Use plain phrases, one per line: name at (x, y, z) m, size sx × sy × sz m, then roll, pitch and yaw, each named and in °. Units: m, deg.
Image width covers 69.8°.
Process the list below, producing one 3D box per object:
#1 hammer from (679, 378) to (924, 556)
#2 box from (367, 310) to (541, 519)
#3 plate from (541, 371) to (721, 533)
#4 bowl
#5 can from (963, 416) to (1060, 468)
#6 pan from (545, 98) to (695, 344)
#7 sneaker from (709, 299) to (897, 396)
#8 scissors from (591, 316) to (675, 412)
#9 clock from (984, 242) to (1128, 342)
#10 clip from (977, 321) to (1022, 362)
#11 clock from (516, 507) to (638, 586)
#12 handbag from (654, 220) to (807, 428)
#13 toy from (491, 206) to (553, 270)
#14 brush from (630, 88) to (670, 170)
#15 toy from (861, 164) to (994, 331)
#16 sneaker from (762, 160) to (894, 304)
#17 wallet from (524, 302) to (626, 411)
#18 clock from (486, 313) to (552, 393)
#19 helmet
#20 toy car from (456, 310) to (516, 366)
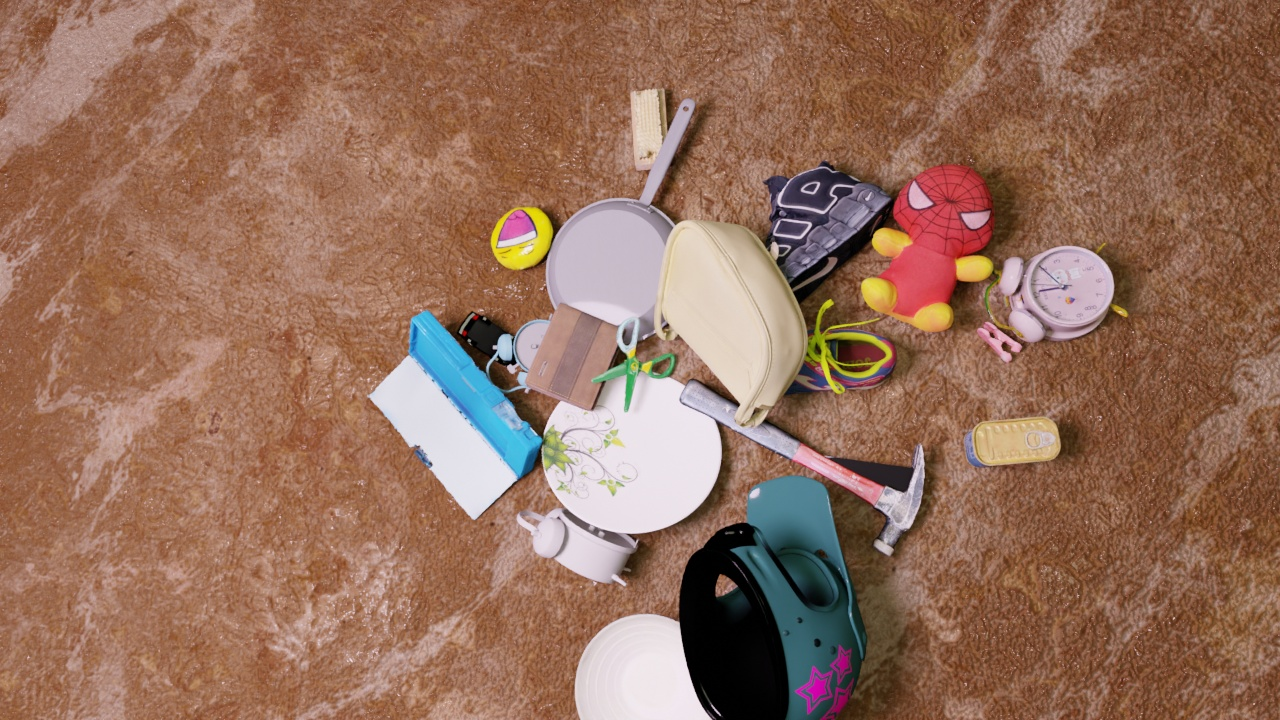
hammer at (0.202, 0.106, 1.160) m, size 0.326 × 0.036 × 0.140 m, roll 28°, pitch 85°, yaw 10°
box at (-0.242, 0.070, 1.238) m, size 0.243 × 0.070 × 0.171 m, roll 46°, pitch 120°, yaw 15°
plate at (-0.011, 0.118, 1.185) m, size 0.229 × 0.030 × 0.229 m, roll 0°, pitch 60°, yaw 0°
bowl at (0.012, 0.399, 1.122) m, size 0.177 × 0.058 × 0.176 m, roll -2°, pitch 78°, yaw 9°
can at (0.450, 0.101, 1.118) m, size 0.100 × 0.059 × 0.054 m, roll -6°, pitch 77°, yaw 8°
pan at (-0.004, -0.194, 1.239) m, size 0.201 × 0.050 × 0.356 m, roll 23°, pitch 92°, yaw 12°
sneaker at (0.201, -0.013, 1.164) m, size 0.242 × 0.091 × 0.116 m, roll 1°, pitch 81°, yaw 10°
scissors at (-0.010, 0.002, 1.193) m, size 0.125 × 0.011 × 0.130 m, roll -19°, pitch 103°, yaw -27°
clock at (0.511, -0.083, 1.148) m, size 0.158 × 0.059 × 0.116 m, roll -12°, pitch 76°, yaw 7°
clip at (0.459, -0.027, 1.164) m, size 0.044 × 0.023 × 0.060 m, roll -24°, pitch 77°, yaw -2°
clock at (-0.079, 0.221, 1.146) m, size 0.159 × 0.120 × 0.061 m, roll 26°, pitch 92°, yaw 3°
handbag at (0.112, -0.053, 1.133) m, size 0.232 × 0.088 × 0.191 m, roll 51°, pitch 133°, yaw 31°
toy at (-0.165, -0.171, 1.278) m, size 0.096 × 0.041 × 0.094 m, roll -11°, pitch 74°, yaw 21°
brush at (0.013, -0.328, 1.287) m, size 0.049 × 0.039 × 0.117 m, roll -4°, pitch 81°, yaw 8°
toy at (0.371, -0.147, 1.164) m, size 0.147 × 0.099 × 0.216 m, roll 25°, pitch 84°, yaw 2°
sneaker at (0.193, -0.171, 1.202) m, size 0.252 × 0.097 × 0.151 m, roll -40°, pitch 70°, yaw -2°
wallet at (-0.085, -0.004, 1.201) m, size 0.099 × 0.027 × 0.121 m, roll 23°, pitch 84°, yaw 7°
clock at (-0.150, -0.005, 1.227) m, size 0.123 × 0.042 × 0.087 m, roll -37°, pitch 94°, yaw -15°
helmet at (0.159, 0.284, 1.051) m, size 0.177 × 0.199 × 0.275 m, roll -8°, pitch 93°, yaw 44°
toy car at (-0.205, -0.027, 1.258) m, size 0.091 × 0.036 × 0.042 m, roll 35°, pitch 82°, yaw -9°
